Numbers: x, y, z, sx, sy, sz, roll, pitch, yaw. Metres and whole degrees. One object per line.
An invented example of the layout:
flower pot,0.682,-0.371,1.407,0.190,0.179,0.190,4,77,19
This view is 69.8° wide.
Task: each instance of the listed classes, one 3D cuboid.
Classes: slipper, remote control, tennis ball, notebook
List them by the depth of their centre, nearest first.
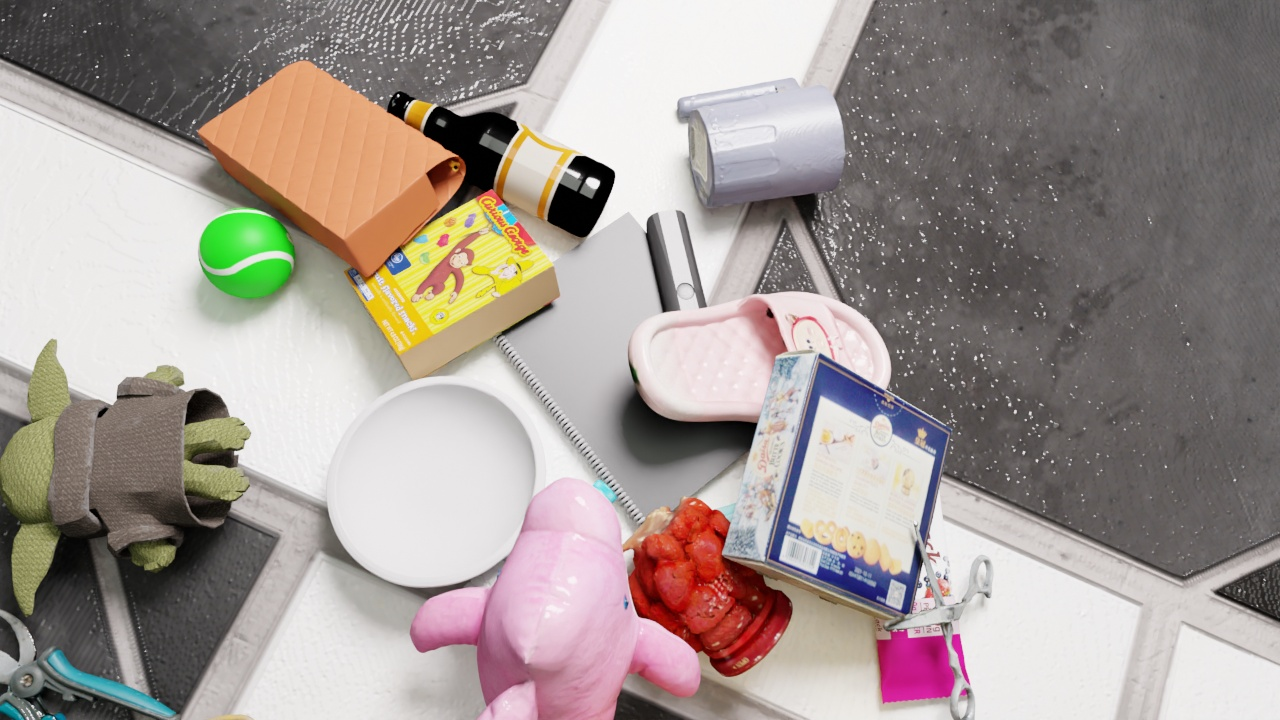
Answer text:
tennis ball,-0.286,-0.078,0.667,0.065,0.065,0.065,2,73,-6
slipper,0.092,-0.005,0.672,0.221,0.056,0.106,-4,69,-27
notebook,-0.004,0.004,0.700,0.148,0.016,0.206,-36,80,-16
remote control,0.034,-0.046,0.704,0.033,0.015,0.146,-9,74,-11

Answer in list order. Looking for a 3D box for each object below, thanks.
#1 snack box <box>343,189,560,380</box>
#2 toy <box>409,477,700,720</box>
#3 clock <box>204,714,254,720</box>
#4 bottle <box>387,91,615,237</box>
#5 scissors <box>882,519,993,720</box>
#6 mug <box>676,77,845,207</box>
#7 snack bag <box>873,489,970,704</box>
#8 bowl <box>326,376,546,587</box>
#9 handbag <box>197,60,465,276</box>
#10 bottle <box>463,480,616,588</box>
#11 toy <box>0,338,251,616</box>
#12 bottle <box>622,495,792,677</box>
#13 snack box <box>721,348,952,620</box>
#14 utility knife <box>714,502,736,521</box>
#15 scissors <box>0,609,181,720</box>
snack box,-0.138,-0.057,0.678,0.125,0.040,0.088,-32,63,-14
toy,-0.062,0.204,0.543,0.187,0.127,0.266,9,102,8
clock,-0.248,0.297,0.551,0.117,0.081,0.158,-15,76,-10
bottle,-0.112,-0.160,0.714,0.181,0.059,0.059,26,72,2
scissors,0.215,0.188,0.636,0.141,0.014,0.175,-22,100,-41
mug,0.093,-0.183,0.740,0.104,0.084,0.123,-11,51,-8
snack bag,0.198,0.146,0.675,0.070,0.016,0.196,0,75,-12
bowl,-0.138,0.087,0.642,0.149,0.043,0.149,-1,65,1
handbag,-0.226,-0.148,0.687,0.172,0.060,0.108,34,71,23
bottle,-0.071,0.137,0.638,0.044,0.044,0.136,44,74,7
toy,-0.341,0.071,0.611,0.153,0.078,0.179,-5,74,0
bottle,0.035,0.155,0.623,0.111,0.099,0.098,46,74,-6
snack box,0.138,0.087,0.622,0.144,0.043,0.144,27,71,-28
utility knife,0.122,0.101,0.685,0.165,0.015,0.022,-16,82,-13
scissors,-0.367,0.224,0.593,0.124,0.019,0.155,-16,77,-11
